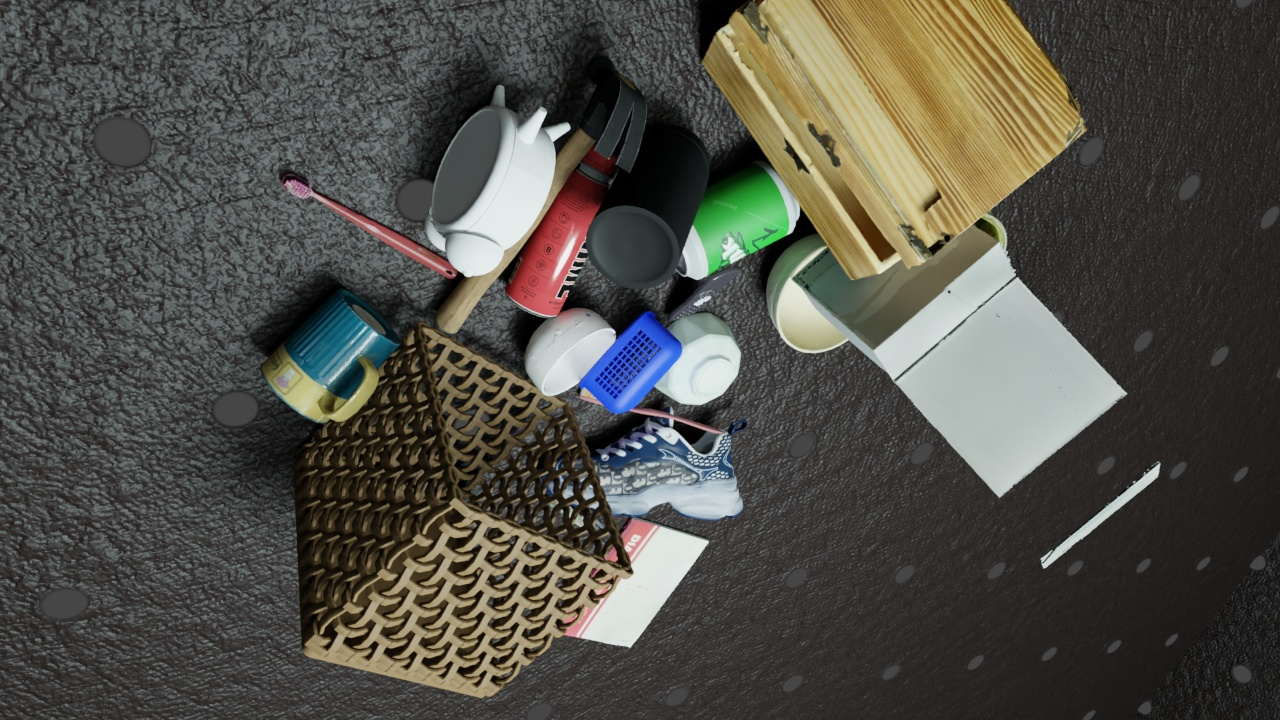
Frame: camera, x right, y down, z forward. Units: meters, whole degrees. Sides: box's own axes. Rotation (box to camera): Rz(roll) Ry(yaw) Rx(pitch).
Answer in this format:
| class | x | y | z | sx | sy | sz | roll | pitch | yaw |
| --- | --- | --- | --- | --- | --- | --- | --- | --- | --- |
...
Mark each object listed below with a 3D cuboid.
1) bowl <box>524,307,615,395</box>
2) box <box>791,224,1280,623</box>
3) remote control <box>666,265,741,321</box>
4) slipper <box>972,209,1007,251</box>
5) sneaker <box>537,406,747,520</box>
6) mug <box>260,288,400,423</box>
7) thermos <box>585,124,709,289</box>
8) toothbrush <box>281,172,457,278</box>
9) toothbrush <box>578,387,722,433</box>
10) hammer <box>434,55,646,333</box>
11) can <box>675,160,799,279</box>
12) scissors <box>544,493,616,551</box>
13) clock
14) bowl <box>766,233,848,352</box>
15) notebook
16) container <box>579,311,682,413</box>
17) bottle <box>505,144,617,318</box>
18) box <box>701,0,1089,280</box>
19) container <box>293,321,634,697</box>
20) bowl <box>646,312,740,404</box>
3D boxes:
| class | x | y | z | sx | sy | sz | roll | pitch | yaw |
| --- | --- | --- | --- | --- | --- | --- | --- | --- | --- |
| bowl | -0.082 | -0.015 | 0.995 | 0.104 | 0.054 | 0.105 | -39 | 162 | -15 |
| box | 0.361 | 0.016 | 0.909 | 0.166 | 0.478 | 0.119 | -41 | 152 | 5 |
| remote control | 0.072 | -0.074 | 1.030 | 0.046 | 0.009 | 0.125 | -21 | 169 | -30 |
| slipper | 0.409 | -0.155 | 1.122 | 0.190 | 0.082 | 0.092 | -22 | 133 | -59 |
| sneaker | 0.007 | 0.120 | 1.134 | 0.269 | 0.103 | 0.132 | 5 | 96 | -19 |
| mug | -0.286 | 0.004 | 0.872 | 0.107 | 0.113 | 0.083 | -44 | 143 | 0 |
| thermos | 0.015 | -0.160 | 0.887 | 0.086 | 0.198 | 0.086 | 9 | 130 | 10 |
| toothbrush | -0.251 | -0.123 | 0.869 | 0.189 | 0.016 | 0.016 | 30 | 102 | -39 |
| toothbrush | 0.015 | 0.061 | 1.100 | 0.184 | 0.015 | 0.016 | 17 | 109 | -14 |
| hammer | -0.105 | -0.143 | 0.884 | 0.040 | 0.132 | 0.306 | 26 | 115 | -35 |
| can | 0.094 | -0.152 | 0.991 | 0.139 | 0.088 | 0.088 | -27 | 130 | -10 |
| scissors | -0.071 | 0.207 | 1.162 | 0.154 | 0.163 | 0.012 | 32 | 72 | -6 |
| clock | -0.130 | -0.159 | 0.838 | 0.072 | 0.125 | 0.161 | 22 | 103 | -37 |
| bowl | 0.210 | -0.092 | 1.102 | 0.150 | 0.075 | 0.151 | -13 | 126 | -19 |
| notebook | -0.014 | 0.317 | 1.296 | 0.153 | 0.012 | 0.209 | 23 | 107 | -37 |
| container | -0.006 | 0.006 | 1.030 | 0.114 | 0.058 | 0.096 | -48 | 174 | 6 |
| bottle | -0.075 | -0.132 | 0.928 | 0.062 | 0.062 | 0.177 | 15 | 112 | -35 |
| box | 0.243 | -0.258 | 0.872 | 0.245 | 0.168 | 0.279 | -36 | 92 | -7 |
| container | -0.186 | 0.152 | 0.914 | 0.214 | 0.251 | 0.219 | -44 | 131 | 17 |
| bowl | 0.073 | 0.007 | 1.104 | 0.117 | 0.061 | 0.118 | -15 | 126 | -21 |
